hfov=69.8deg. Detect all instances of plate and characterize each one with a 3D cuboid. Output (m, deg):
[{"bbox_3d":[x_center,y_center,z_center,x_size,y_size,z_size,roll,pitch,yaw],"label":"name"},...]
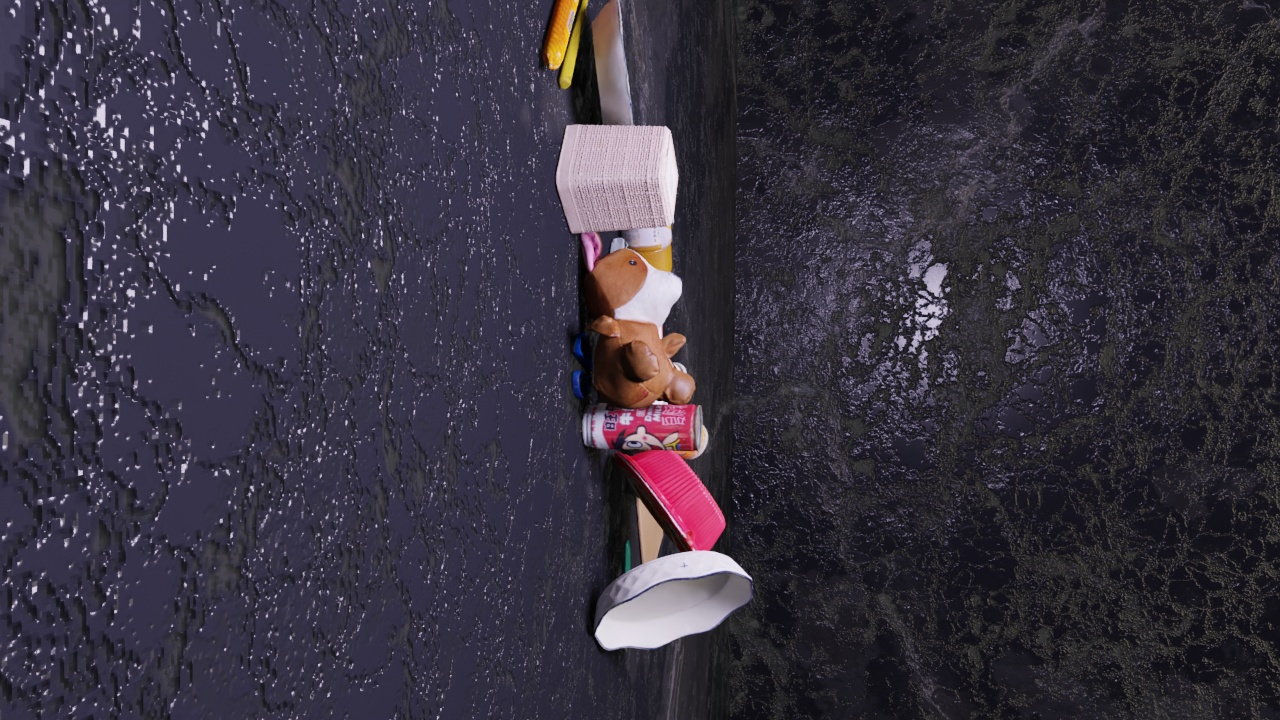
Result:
[{"bbox_3d":[0.037,0.294,1.126,0.205,0.205,0.045,75,-4,-55],"label":"plate"},{"bbox_3d":[-0.027,-0.281,1.053,0.266,0.034,0.161,84,1,-59],"label":"plate"}]

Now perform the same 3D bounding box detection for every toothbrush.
[{"bbox_3d":[-0.064,-0.355,0.985,0.016,0.017,0.189,77,17,-51],"label":"toothbrush"}]

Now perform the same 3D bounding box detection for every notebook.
[{"bbox_3d":[0.015,0.238,1.463,0.149,0.012,0.212,-67,156,-61],"label":"notebook"}]

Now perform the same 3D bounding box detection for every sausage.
[{"bbox_3d":[-0.076,-0.341,0.908,0.021,0.021,0.164,76,18,-53],"label":"sausage"}]

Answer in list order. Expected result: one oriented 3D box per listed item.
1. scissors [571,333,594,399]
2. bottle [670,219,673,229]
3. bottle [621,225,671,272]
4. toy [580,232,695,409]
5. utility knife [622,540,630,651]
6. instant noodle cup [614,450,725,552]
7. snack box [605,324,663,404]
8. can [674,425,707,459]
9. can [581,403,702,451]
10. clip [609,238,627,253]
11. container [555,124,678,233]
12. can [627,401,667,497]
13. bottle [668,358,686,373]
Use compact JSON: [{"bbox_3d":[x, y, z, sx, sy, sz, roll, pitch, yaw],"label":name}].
[{"bbox_3d":[-0.057,0.007,1.067,0.173,0.012,0.125,-62,151,-71],"label":"scissors"},{"bbox_3d":[0.021,-0.190,1.380,0.194,0.044,0.080,-66,155,-67],"label":"bottle"},{"bbox_3d":[0.008,-0.169,1.244,0.067,0.068,0.190,-69,158,-61],"label":"bottle"},{"bbox_3d":[-0.007,-0.048,1.022,0.140,0.131,0.199,39,29,-53],"label":"toy"},{"bbox_3d":[-0.021,0.326,1.276,0.029,0.013,0.151,65,25,-73],"label":"utility knife"},{"bbox_3d":[0.046,0.179,1.191,0.194,0.065,0.194,51,-11,13],"label":"instant noodle cup"},{"bbox_3d":[-0.007,0.007,1.148,0.077,0.027,0.155,20,60,-39],"label":"snack box"},{"bbox_3d":[0.027,0.088,1.229,0.146,0.058,0.058,28,59,-45],"label":"can"},{"bbox_3d":[0.003,0.076,1.054,0.053,0.133,0.053,2,89,-80],"label":"can"},{"bbox_3d":[-0.029,-0.135,1.172,0.045,0.027,0.058,67,21,-47],"label":"clip"},{"bbox_3d":[-0.021,-0.192,0.968,0.090,0.111,0.090,74,20,-55],"label":"container"},{"bbox_3d":[0.010,0.119,1.303,0.058,0.058,0.147,-38,127,-76],"label":"can"},{"bbox_3d":[0.022,0.017,1.293,0.206,0.060,0.059,7,84,-72],"label":"bottle"}]
